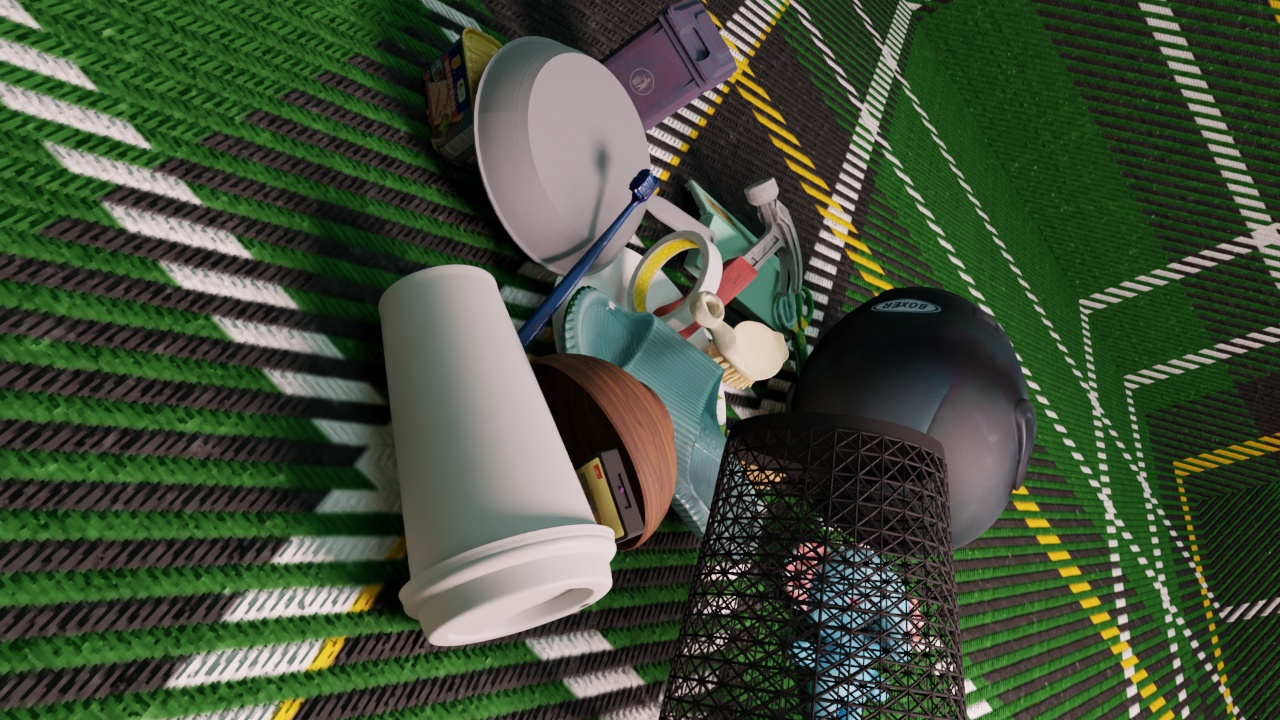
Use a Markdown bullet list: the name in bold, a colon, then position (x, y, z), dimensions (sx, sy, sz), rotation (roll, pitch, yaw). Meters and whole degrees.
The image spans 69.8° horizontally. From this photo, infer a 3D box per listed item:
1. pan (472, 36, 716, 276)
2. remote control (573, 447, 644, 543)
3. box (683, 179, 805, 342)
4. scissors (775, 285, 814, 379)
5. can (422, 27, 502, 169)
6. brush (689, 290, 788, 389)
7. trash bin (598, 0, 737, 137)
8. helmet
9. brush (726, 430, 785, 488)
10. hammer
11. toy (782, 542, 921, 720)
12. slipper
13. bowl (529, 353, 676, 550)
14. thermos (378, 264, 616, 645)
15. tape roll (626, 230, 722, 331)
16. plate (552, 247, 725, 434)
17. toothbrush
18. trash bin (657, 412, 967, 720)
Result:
- **pan**: position (-0.010, -0.157, 0.825), dimensions (0.356, 0.051, 0.200), rotation (16, 72, -51)
- **remote control**: position (-0.039, 0.102, 0.624), dimensions (0.013, 0.134, 0.058), rotation (-13, 76, -29)
- **box**: position (0.121, -0.116, 1.056), dimensions (0.187, 0.057, 0.137), rotation (32, 51, -39)
- **scissors**: position (0.181, -0.023, 1.070), dimensions (0.071, 0.014, 0.130), rotation (-8, 97, -43)
- **can**: position (-0.139, -0.213, 0.754), dimensions (0.053, 0.059, 0.099), rotation (13, 58, -49)
- **brush**: position (0.077, -0.019, 0.794), dimensions (0.062, 0.077, 0.272), rotation (61, 10, 15)
- **trash bin**: position (0.007, -0.274, 0.896), dimensions (0.094, 0.161, 0.092), rotation (57, 35, -11)
- **helmet**: position (0.286, 0.091, 0.981), dimensions (0.316, 0.249, 0.235), rotation (68, 36, -43)
- **brush**: position (0.111, 0.096, 0.900), dimensions (0.117, 0.049, 0.039), rotation (14, 35, -47)
- **hammer**: position (0.093, -0.082, 0.933), dimensions (0.314, 0.036, 0.126), rotation (-43, 114, -51)
- **toy**: position (0.206, 0.264, 0.877), dimensions (0.183, 0.115, 0.180), rotation (32, 56, -25)
- **slipper**: position (0.033, 0.053, 0.750), dimensions (0.276, 0.070, 0.115), rotation (53, 39, -17)
- **bowl**: position (-0.019, 0.053, 0.651), dimensions (0.068, 0.148, 0.147), rotation (-29, 93, -31)
- **thermos**: position (-0.104, 0.054, 0.583), dimensions (0.131, 0.132, 0.221), rotation (11, 53, -50)
- **tape roll**: position (0.028, -0.068, 0.794), dimensions (0.019, 0.094, 0.093), rotation (31, 46, -39)
- **plate**: position (-0.005, 0.005, 0.818), dimensions (0.229, 0.030, 0.229), rotation (31, 46, -39)
- **toothbrush**: position (-0.047, -0.077, 0.723), dimensions (0.189, 0.016, 0.017), rotation (-52, 143, -10)
- **trash bin**: position (0.131, 0.178, 0.667), dimensions (0.216, 0.217, 0.242), rotation (26, 65, -42)
